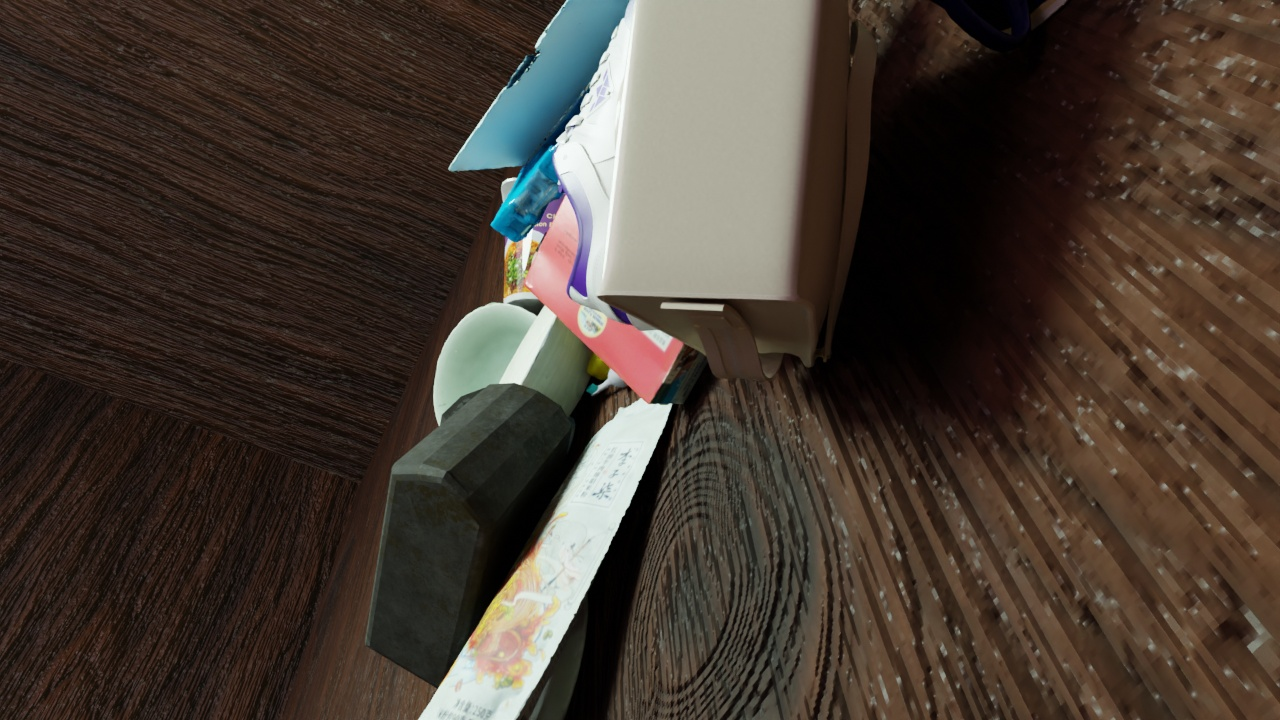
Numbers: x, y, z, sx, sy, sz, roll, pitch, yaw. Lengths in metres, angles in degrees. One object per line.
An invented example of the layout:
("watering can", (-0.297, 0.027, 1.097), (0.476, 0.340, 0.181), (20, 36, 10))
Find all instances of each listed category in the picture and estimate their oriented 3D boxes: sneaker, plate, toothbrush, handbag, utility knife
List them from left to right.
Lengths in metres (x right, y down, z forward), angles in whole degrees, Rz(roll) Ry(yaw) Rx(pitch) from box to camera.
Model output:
("handbag", (-0.120, 0.105, 0.702), (0.198, 0.102, 0.198), (-46, -21, -55))
("plate", (-0.076, 0.219, 0.635), (0.157, 0.014, 0.156), (-56, 20, 32))
("toothbrush", (-0.004, 0.004, 0.685), (0.188, 0.019, 0.018), (-33, 31, 63))
("utility knife", (0.002, -0.069, 0.770), (0.188, 0.020, 0.029), (-63, 18, 9))
("sneaker", (0.005, -0.133, 0.513), (0.111, 0.091, 0.244), (-1, 83, 36))
("handbag", (0.058, -0.086, 0.418), (0.197, 0.101, 0.194), (32, -117, -69))

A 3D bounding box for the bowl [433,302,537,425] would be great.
("bowl", (-0.131, 0.029, 0.956), (0.175, 0.067, 0.174), (-4, 82, 31))

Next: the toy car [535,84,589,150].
("toy car", (-0.006, -0.221, 0.823), (0.192, 0.071, 0.093), (-8, 48, 34))

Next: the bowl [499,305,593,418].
("bowl", (-0.085, 0.016, 0.831), (0.177, 0.058, 0.176), (-57, 13, 19))

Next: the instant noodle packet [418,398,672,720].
("instant noodle packet", (-0.060, 0.133, 0.597), (0.147, 0.057, 0.268), (-35, 24, 54))

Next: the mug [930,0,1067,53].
("mug", (0.133, -0.181, 0.376), (0.086, 0.089, 0.111), (-35, 35, 61))

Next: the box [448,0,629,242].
("box", (-0.049, -0.201, 0.667), (0.244, 0.085, 0.091), (-40, 23, 41))

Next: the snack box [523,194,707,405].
("snack box", (0.004, -0.069, 0.588), (0.142, 0.040, 0.145), (42, 114, 31))

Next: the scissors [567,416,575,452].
("scissors", (-0.089, 0.110, 0.828), (0.070, 0.022, 0.130), (-12, 60, 69))

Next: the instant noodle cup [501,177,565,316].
("instant noodle cup", (-0.101, -0.108, 0.974), (0.122, 0.136, 0.121), (-9, 66, 40))

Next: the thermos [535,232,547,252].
("thermos", (0.013, -0.142, 0.698), (0.219, 0.106, 0.106), (-60, 17, 7))
